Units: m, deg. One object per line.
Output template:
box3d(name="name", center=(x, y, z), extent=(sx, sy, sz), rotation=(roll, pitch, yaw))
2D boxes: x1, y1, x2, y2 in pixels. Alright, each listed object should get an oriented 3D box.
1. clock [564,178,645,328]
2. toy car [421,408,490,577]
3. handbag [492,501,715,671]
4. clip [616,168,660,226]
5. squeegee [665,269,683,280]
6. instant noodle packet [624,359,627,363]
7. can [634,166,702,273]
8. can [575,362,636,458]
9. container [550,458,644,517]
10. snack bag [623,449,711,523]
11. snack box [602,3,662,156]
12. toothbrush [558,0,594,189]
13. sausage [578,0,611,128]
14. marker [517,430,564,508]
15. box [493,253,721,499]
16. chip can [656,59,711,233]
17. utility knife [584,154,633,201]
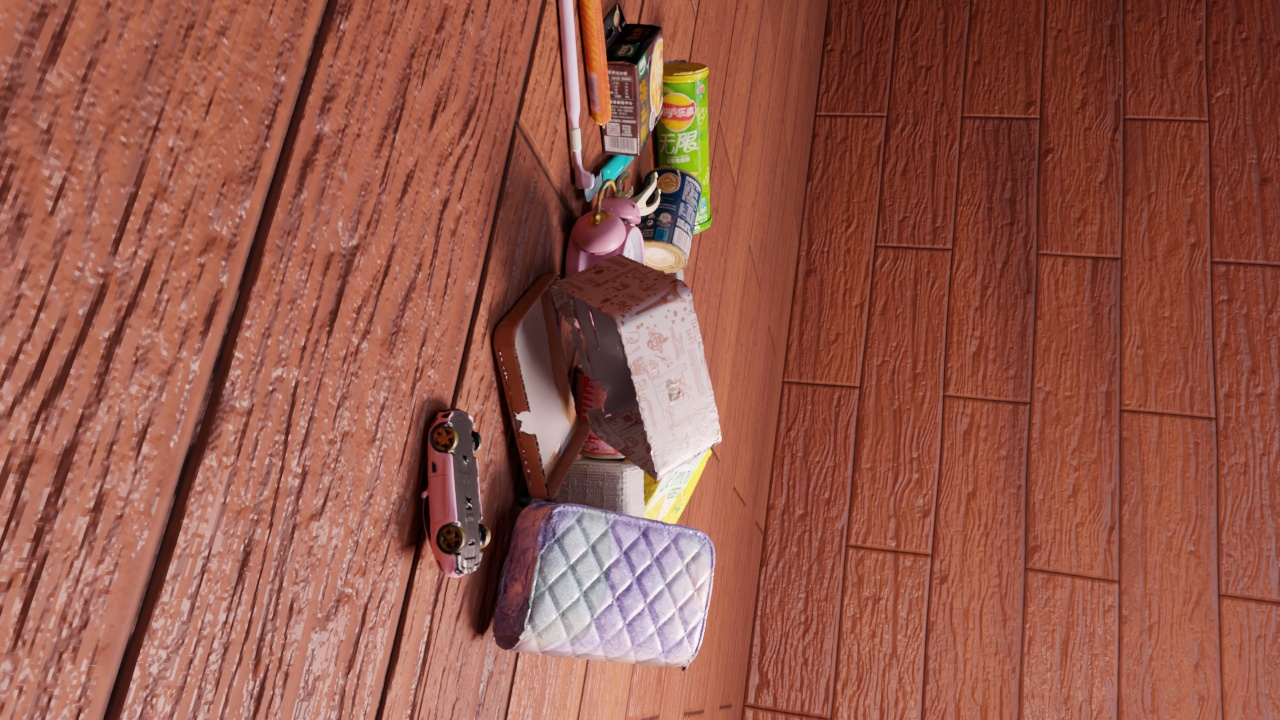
box3d(name="clock", center=(-0.034, -0.107, 0.943), extent=(0.117, 0.060, 0.159), rotation=(-57, 147, -62))
box3d(name="toy car", center=(-0.138, 0.096, 0.671), extent=(0.056, 0.037, 0.122), rotation=(38, 46, -76))
box3d(name="handbag", center=(-0.029, 0.206, 0.838), extent=(0.193, 0.076, 0.134), rotation=(17, 76, -28))
box3d(name="clip", center=(0.002, -0.174, 1.041), extent=(0.035, 0.083, 0.104), rotation=(78, 12, -48))
box3d(name="squeegee", center=(0.042, -0.037, 1.178), extent=(0.246, 0.039, 0.246), rotation=(7, 86, -77))
box3d(name="instant noodle packet", center=(-0.006, 0.006, 1.033), extent=(0.044, 0.111, 0.128), rotation=(0, 98, -32))
box3d(name="can", center=(0.031, -0.172, 1.135), extent=(0.075, 0.075, 0.111), rotation=(65, 34, -62))
box3d(name="can", center=(-0.036, 0.052, 0.974), extent=(0.066, 0.066, 0.094), rotation=(-22, 116, -73))
box3d(name="container", center=(-0.044, 0.161, 0.943), extent=(0.090, 0.090, 0.114), rotation=(11, 81, -75))
box3d(name="snack bag", center=(0.009, 0.157, 1.109), extent=(0.158, 0.068, 0.246), rotation=(-62, 165, 0))
box3d(name="snack box", center=(-0.013, -0.304, 0.993), extent=(0.113, 0.053, 0.126), rotation=(-69, 163, -47))
box3d(name="toothbrush", center=(-0.062, -0.256, 0.869), extent=(0.021, 0.029, 0.189), rotation=(-23, 123, -30))
box3d(name="sausage", center=(-0.045, -0.309, 0.908), extent=(0.021, 0.021, 0.165), rotation=(-65, 156, -52))
box3d(name="marker", center=(-0.091, 0.102, 0.885), extent=(0.123, 0.015, 0.018), rotation=(-59, 149, -57))
box3d(name="box", center=(-0.052, 0.019, 0.832), extent=(0.177, 0.153, 0.182), rotation=(-28, 121, -25))
box3d(name="chip can", center=(0.056, -0.274, 1.205), extent=(0.072, 0.073, 0.222), rotation=(-62, 154, -55))
box3d(name="utility knife", center=(-0.032, -0.210, 1.005), extent=(0.207, 0.013, 0.029), rotation=(-63, 156, -61))
